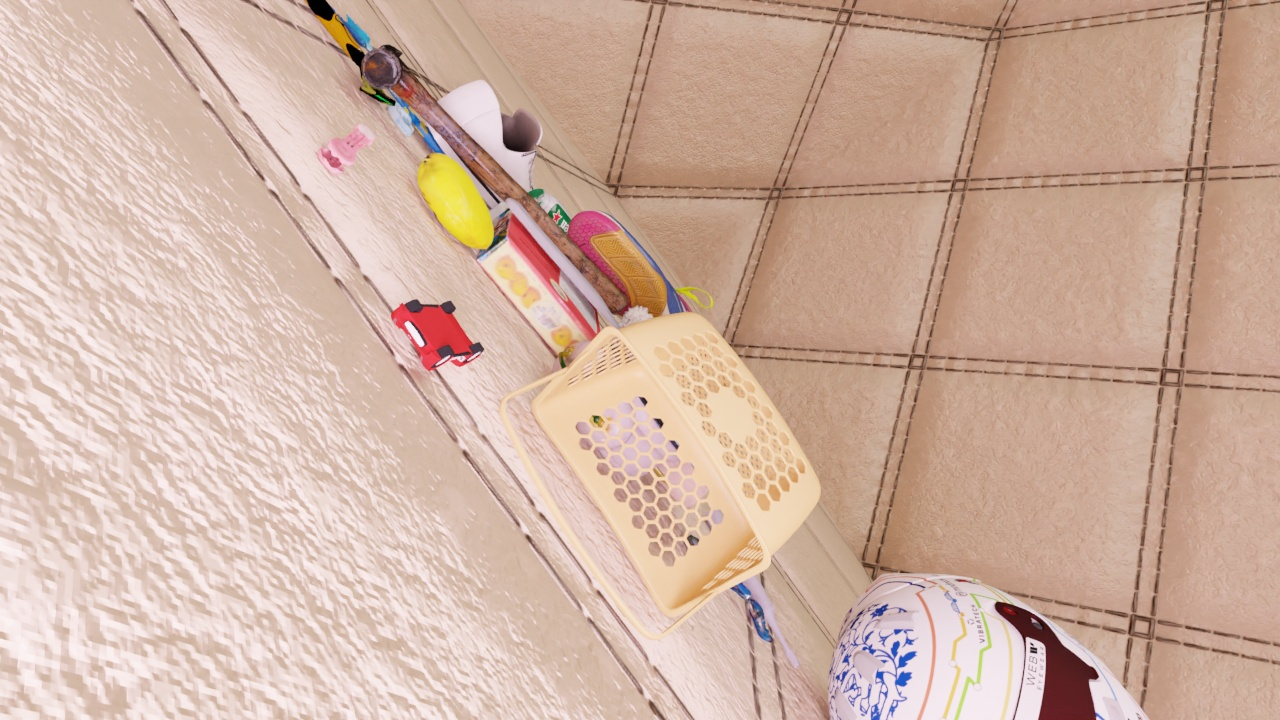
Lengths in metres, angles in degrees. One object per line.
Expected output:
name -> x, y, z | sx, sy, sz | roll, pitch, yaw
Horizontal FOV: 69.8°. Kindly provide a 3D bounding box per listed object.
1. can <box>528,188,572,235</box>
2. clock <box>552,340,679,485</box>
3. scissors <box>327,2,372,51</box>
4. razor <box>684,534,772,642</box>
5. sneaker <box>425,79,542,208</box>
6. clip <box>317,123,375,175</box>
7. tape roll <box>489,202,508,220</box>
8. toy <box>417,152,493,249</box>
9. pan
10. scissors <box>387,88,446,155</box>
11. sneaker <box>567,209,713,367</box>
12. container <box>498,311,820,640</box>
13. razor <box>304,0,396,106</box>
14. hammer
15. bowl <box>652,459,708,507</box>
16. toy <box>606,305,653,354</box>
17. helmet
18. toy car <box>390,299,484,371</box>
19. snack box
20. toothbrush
can -> -0.091, -0.134, 0.988 | 0.101, 0.053, 0.053 | 49, 10, -38
clock -> -0.021, 0.041, 0.795 | 0.158, 0.059, 0.116 | 44, 12, -52
scissors -> -0.277, -0.314, 0.911 | 0.129, 0.014, 0.118 | 52, 8, 21
razor -> 0.085, 0.210, 0.861 | 0.141, 0.018, 0.043 | 51, 9, -26
sneaker -> -0.149, -0.233, 1.025 | 0.091, 0.097, 0.245 | 59, 3, 23
clip -> -0.197, -0.147, 0.627 | 0.023, 0.045, 0.060 | 48, -4, -19
tape roll -> -0.132, -0.132, 1.015 | 0.094, 0.019, 0.094 | 53, 8, -11
toy -> -0.159, -0.138, 0.797 | 0.094, 0.041, 0.095 | 56, 5, -33
pan -> 0.007, -0.003, 0.794 | 0.356, 0.051, 0.200 | 55, 7, -9
scissors -> -0.234, -0.246, 0.924 | 0.125, 0.014, 0.130 | 52, 5, -27
sneaker -> 0.000, -0.074, 0.998 | 0.242, 0.116, 0.090 | 59, 38, -31
container -> 0.010, 0.073, 0.619 | 0.166, 0.130, 0.183 | -26, 78, -41
razor -> -0.277, -0.298, 0.851 | 0.144, 0.021, 0.044 | 53, 8, 4
hammer -> -0.129, -0.167, 0.879 | 0.330, 0.033, 0.120 | 45, 9, -21
bowl -> 0.042, 0.073, 0.971 | 0.153, 0.076, 0.153 | 53, 8, -11
toy -> -0.005, 0.005, 0.907 | 0.095, 0.108, 0.041 | 50, -28, -4
helmet -> 0.291, 0.323, 0.829 | 0.236, 0.231, 0.314 | 21, 10, -8
toy car -> -0.122, -0.014, 0.546 | 0.038, 0.025, 0.089 | 55, 8, 2
snack box -> -0.096, -0.072, 0.897 | 0.142, 0.040, 0.144 | 52, 8, -20
toothbrush -> 0.115, 0.232, 0.947 | 0.019, 0.018, 0.187 | 42, 15, -52
